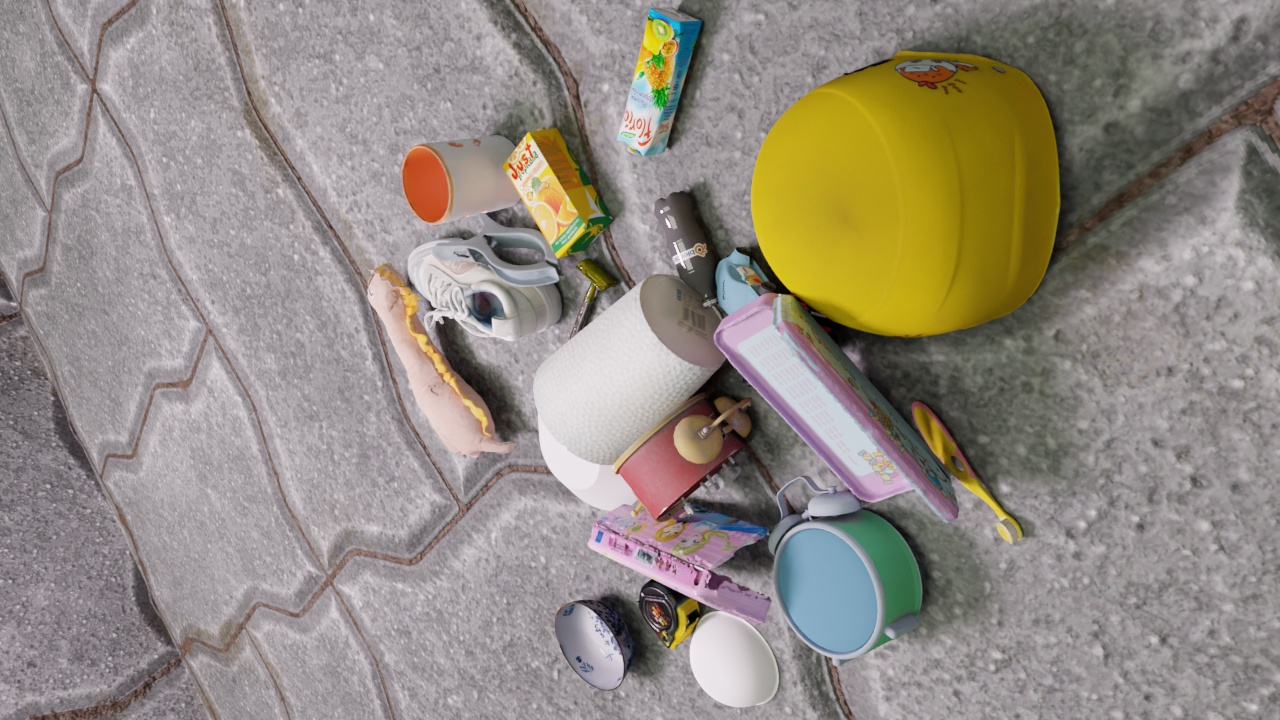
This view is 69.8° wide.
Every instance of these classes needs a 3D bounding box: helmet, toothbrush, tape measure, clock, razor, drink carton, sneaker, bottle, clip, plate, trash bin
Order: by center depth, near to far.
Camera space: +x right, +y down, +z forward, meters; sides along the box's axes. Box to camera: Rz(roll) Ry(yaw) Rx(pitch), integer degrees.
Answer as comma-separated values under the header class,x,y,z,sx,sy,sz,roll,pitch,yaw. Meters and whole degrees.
class,x,y,z,sx,sy,sz,roll,pitch,yaw
helmet,0.164,-0.112,0.663,0.240,0.139,0.209,11,114,40
toothbrush,0.262,0.090,0.741,0.135,0.016,0.021,55,139,11
drink carton,0.015,-0.245,0.817,0.044,0.038,0.129,37,128,26
clock,0.176,0.180,0.823,0.122,0.075,0.161,-48,60,43
bottle,0.046,-0.101,0.848,0.036,0.036,0.110,-20,92,45
clock,0.052,0.089,0.868,0.081,0.116,0.159,50,127,11
trash bin,-0.005,0.005,0.880,0.162,0.133,0.133,-43,77,38
drink carton,-0.087,-0.174,0.939,0.058,0.041,0.122,-39,79,44
razor,-0.059,-0.056,0.976,0.042,0.026,0.106,42,134,20
clip,-0.144,-0.128,1.002,0.162,0.090,0.027,16,148,26
tape measure,0.032,0.270,1.009,0.071,0.042,0.072,49,137,24
plate,-0.068,0.095,1.032,0.174,0.036,0.174,18,118,37
sneaker,-0.205,-0.078,1.048,0.242,0.090,0.090,20,126,36

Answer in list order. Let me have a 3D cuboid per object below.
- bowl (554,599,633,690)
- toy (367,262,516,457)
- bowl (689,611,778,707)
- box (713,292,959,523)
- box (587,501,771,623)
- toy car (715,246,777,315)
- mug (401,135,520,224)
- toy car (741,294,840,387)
class,x,y,z,sx,sy,sz,roll,pitch,yaw
bowl,-0.047,0.333,1.103,0.114,0.045,0.114,18,118,37
toy,-0.251,0.000,1.129,0.197,0.065,0.264,-5,110,50
bowl,0.089,0.327,0.978,0.110,0.040,0.110,18,118,37
box,0.161,0.036,0.726,0.214,0.062,0.140,46,170,-13
box,0.041,0.182,0.919,0.231,0.084,0.090,6,69,60
toy car,0.088,-0.056,0.797,0.107,0.027,0.060,-113,32,-52
mug,-0.187,-0.194,0.978,0.082,0.105,0.082,17,117,37
toy car,0.130,-0.013,0.795,0.048,0.051,0.100,-92,24,-45
